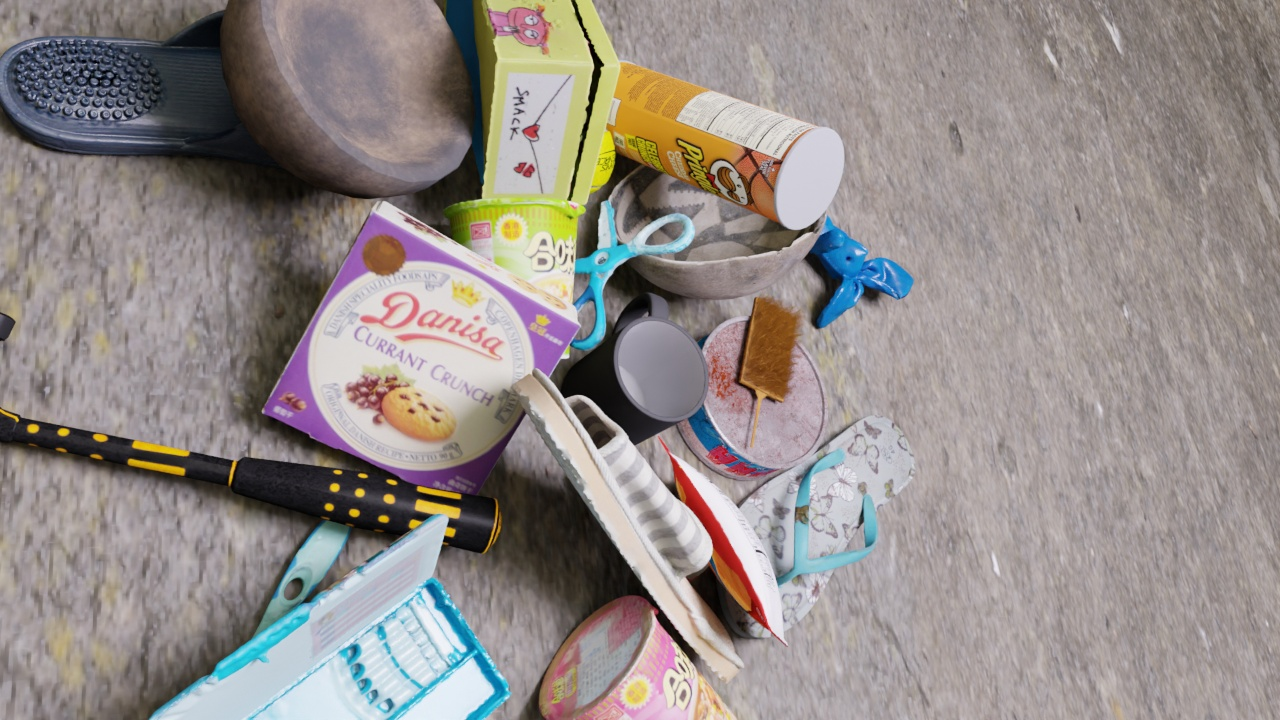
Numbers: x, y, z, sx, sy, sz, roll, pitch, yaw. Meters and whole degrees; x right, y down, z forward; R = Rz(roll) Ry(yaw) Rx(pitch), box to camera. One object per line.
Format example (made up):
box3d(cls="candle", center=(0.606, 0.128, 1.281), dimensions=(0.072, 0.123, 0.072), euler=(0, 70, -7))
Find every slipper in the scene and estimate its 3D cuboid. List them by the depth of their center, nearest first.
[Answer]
box3d(cls="slipper", center=(0.004, 0.109, 0.594), dimensions=(0.054, 0.114, 0.273), euler=(-37, 122, -12))
box3d(cls="slipper", center=(-0.268, -0.188, 0.605), dimensions=(0.263, 0.083, 0.101), euler=(-7, 72, -33))
box3d(cls="slipper", center=(0.155, 0.119, 0.758), dimensions=(0.267, 0.055, 0.098), euler=(-37, 88, -38))

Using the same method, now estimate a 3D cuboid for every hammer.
box3d(cls="hammer", center=(-0.236, 0.069, 0.531), dimensions=(0.320, 0.036, 0.123), euler=(17, 74, -19))

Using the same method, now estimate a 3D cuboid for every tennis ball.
box3d(cls="tennis ball", center=(-0.053, -0.165, 0.736), dimensions=(0.065, 0.066, 0.065), euler=(12, 65, -27))

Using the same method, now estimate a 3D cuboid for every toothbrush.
box3d(cls="toothbrush", center=(-0.210, 0.142, 0.543), dimensions=(0.022, 0.017, 0.134), euler=(38, 56, -13))

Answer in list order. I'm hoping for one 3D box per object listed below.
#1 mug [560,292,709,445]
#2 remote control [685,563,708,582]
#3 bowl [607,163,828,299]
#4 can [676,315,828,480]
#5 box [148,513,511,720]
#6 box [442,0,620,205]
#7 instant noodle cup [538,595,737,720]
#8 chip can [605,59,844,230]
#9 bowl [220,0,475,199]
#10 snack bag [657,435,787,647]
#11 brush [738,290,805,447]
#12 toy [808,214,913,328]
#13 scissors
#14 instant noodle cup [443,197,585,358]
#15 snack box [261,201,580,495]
box3d(cls="mug", center=(-0.004, 0.004, 0.683), dimensions=(0.078, 0.088, 0.113), euler=(20, 61, -24))
box3d(cls="remote control", center=(0.002, 0.114, 0.675), dimensions=(0.125, 0.038, 0.018), euler=(48, 11, -7))
box3d(cls="bowl", center=(0.063, -0.102, 0.754), dimensions=(0.178, 0.081, 0.178), euler=(-4, 41, 3))
box3d(cls="can", center=(0.091, 0.031, 0.758), dimensions=(0.129, 0.044, 0.129), euler=(12, 65, -27))
box3d(cls="box", center=(-0.190, 0.194, 0.497), dimensions=(0.226, 0.086, 0.169), euler=(-35, 125, -37))
box3d(cls="box", center=(-0.088, -0.228, 0.662), dimensions=(0.082, 0.125, 0.220), euler=(-3, 49, -18))
box3d(cls="instant noodle cup", center=(0.005, 0.227, 0.601), dimensions=(0.108, 0.098, 0.097), euler=(48, 53, -16))
box3d(cls="chip can", center=(0.050, -0.174, 0.719), dimensions=(0.075, 0.075, 0.215), euler=(-24, 41, -36))
box3d(cls="bowl", center=(-0.184, -0.174, 0.567), dimensions=(0.162, 0.070, 0.162), euler=(29, 53, -48))
box3d(cls="snack bag", center=(0.062, 0.128, 0.638), dimensions=(0.039, 0.131, 0.144), euler=(-31, 66, 0))
box3d(cls="brush", center=(0.104, 0.007, 0.735), dimensions=(0.048, 0.017, 0.126), euler=(26, 59, -21))
box3d(cls="toy", center=(0.175, -0.108, 0.856), dimensions=(0.112, 0.071, 0.176), euler=(-46, 108, -34))
box3d(cls="scissors", center=(-0.023, -0.067, 0.683), dimensions=(0.011, 0.134, 0.139), euler=(44, 50, -51))
box3d(cls="instant noodle cup", center=(-0.088, -0.054, 0.648), dimensions=(0.098, 0.099, 0.108), euler=(-2, 91, -32))
box3d(cls="snack box", center=(-0.137, -0.001, 0.581), dimensions=(0.143, 0.040, 0.148), euler=(29, 101, -18))
